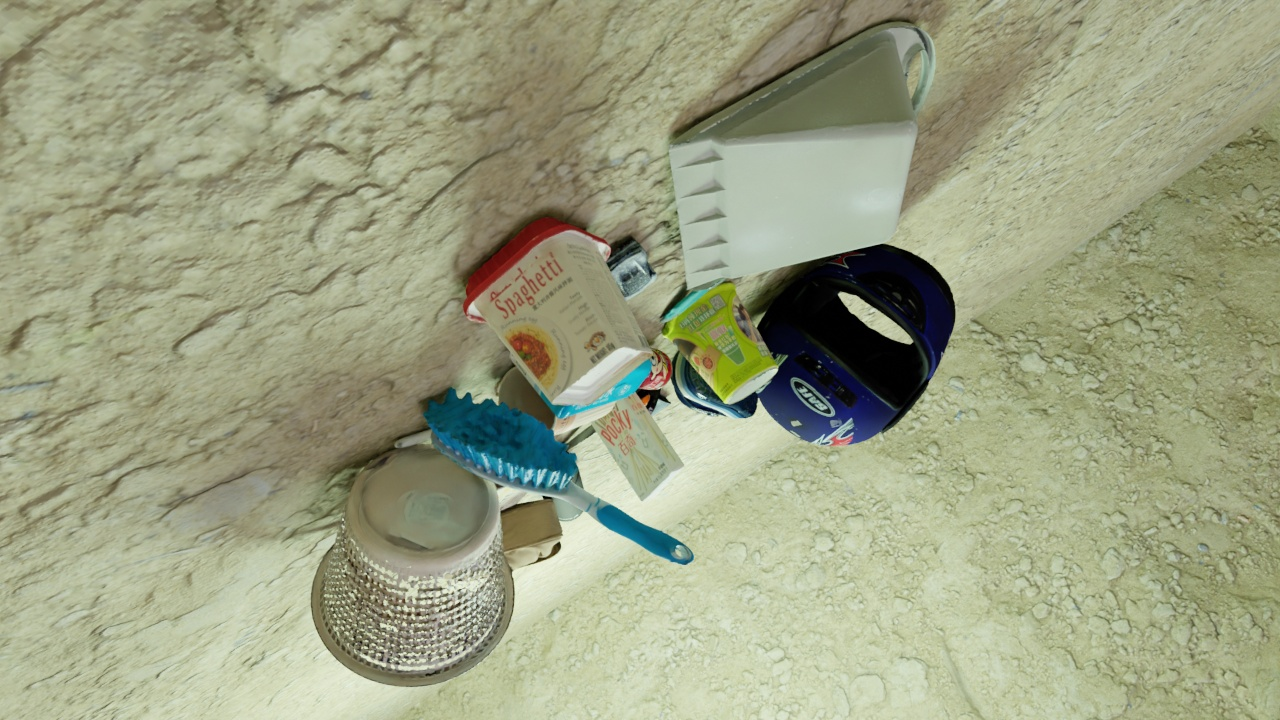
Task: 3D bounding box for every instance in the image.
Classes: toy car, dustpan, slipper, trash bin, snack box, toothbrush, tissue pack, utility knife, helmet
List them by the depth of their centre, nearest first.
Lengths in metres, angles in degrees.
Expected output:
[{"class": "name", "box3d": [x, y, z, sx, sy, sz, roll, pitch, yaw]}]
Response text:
[{"class": "dustpan", "box3d": [0.155, -0.197, 0.846, 0.258, 0.142, 0.223, -7, 151, 4]}, {"class": "toy car", "box3d": [-0.010, -0.083, 0.886, 0.049, 0.031, 0.105, -34, 165, 2]}, {"class": "tissue pack", "box3d": [-0.058, 0.000, 0.920, 0.139, 0.090, 0.063, -14, 148, -52]}, {"class": "trash bin", "box3d": [-0.237, 0.204, 0.986, 0.226, 0.227, 0.193, -23, 148, -34]}, {"class": "toothbrush", "box3d": [-0.193, 0.073, 1.004, 0.179, 0.016, 0.016, -14, 153, -50]}, {"class": "utility knife", "box3d": [0.082, -0.090, 1.024, 0.029, 0.013, 0.220, -22, 170, -35]}, {"class": "snack box", "box3d": [-0.013, 0.094, 1.167, 0.026, 0.156, 0.085, -20, 158, -41]}, {"class": "snack box", "box3d": [-0.194, 0.173, 1.225, 0.125, 0.053, 0.114, -15, 156, -48]}, {"class": "helmet", "box3d": [0.280, -0.004, 1.284, 0.240, 0.247, 0.316, -50, 174, -14]}, {"class": "slipper", "box3d": [0.099, 0.023, 1.315, 0.095, 0.105, 0.252, -3, 166, 26]}]

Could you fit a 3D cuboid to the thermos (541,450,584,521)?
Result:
[{"class": "thermos", "box3d": [-0.133, 0.191, 1.407, 0.090, 0.068, 0.243, -1, 159, 0]}]

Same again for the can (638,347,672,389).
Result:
[{"class": "can", "box3d": [-0.007, 0.006, 1.112, 0.053, 0.053, 0.132, -38, 164, 14]}]

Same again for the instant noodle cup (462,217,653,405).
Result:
[{"class": "instant noodle cup", "box3d": [-0.062, -0.035, 0.752, 0.116, 0.124, 0.116, -39, 163, 15]}]

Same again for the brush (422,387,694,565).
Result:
[{"class": "brush", "box3d": [-0.075, 0.127, 0.942, 0.110, 0.314, 0.060, 116, -3, -56]}]

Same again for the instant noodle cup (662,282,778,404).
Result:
[{"class": "instant noodle cup", "box3d": [0.106, -0.015, 1.143, 0.111, 0.123, 0.112, -31, 164, -10]}]

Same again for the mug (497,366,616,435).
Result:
[{"class": "mug", "box3d": [-0.098, 0.039, 0.998, 0.115, 0.081, 0.105, -13, -178, 39]}]

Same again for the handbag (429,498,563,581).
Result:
[{"class": "handbag", "box3d": [-0.211, 0.270, 1.346, 0.204, 0.099, 0.148, -17, 168, 4]}]

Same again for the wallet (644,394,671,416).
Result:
[{"class": "wallet", "box3d": [-0.005, 0.084, 1.414, 0.097, 0.019, 0.121, -34, 166, 7]}]

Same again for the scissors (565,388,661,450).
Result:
[{"class": "scissors", "box3d": [-0.047, 0.087, 1.251, 0.235, 0.021, 0.139, -48, -155, 24]}]
